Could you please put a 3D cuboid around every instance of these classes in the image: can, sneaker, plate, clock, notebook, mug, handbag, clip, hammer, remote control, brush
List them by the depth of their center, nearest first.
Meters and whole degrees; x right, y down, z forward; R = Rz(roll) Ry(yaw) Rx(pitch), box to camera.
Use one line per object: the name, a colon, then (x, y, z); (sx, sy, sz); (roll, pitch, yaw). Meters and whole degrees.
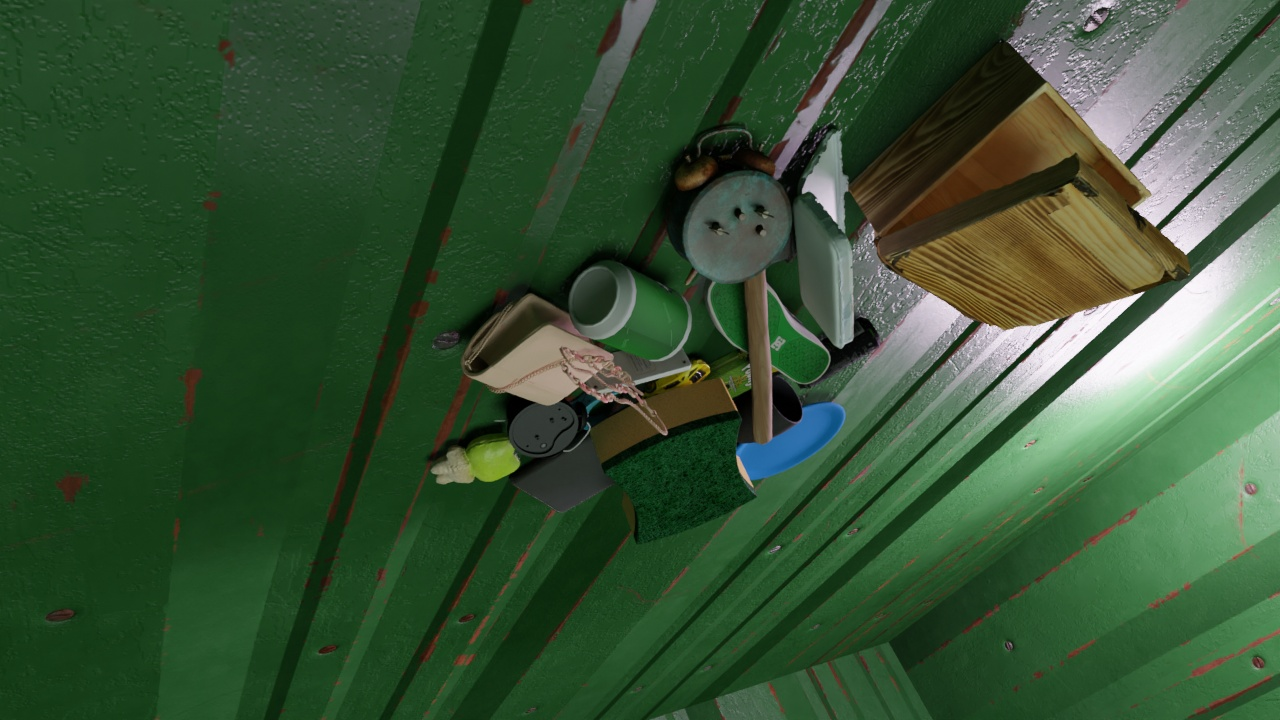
clock: (0.091, -0.158, 0.939); (0.121, 0.073, 0.158); (-12, 117, -16)
handbag: (-0.094, 0.033, 1.001); (0.117, 0.187, 0.198); (-42, 151, 11)
can: (-0.010, -0.054, 1.031); (0.088, 0.087, 0.139); (-40, 147, 22)
hammer: (0.144, -0.029, 1.116); (0.098, 0.052, 0.329); (-19, 126, -13)
remote control: (-0.007, 0.007, 1.161); (0.135, 0.050, 0.011); (-15, 148, -18)
clock: (-0.118, 0.080, 1.164); (0.120, 0.042, 0.091); (30, 109, -35)
sneaker: (0.151, -0.052, 1.182); (0.084, 0.079, 0.235); (-47, 128, 8)
clip: (-0.076, 0.073, 1.238); (0.121, 0.033, 0.119); (-32, 153, 8)
brush: (0.052, 0.149, 1.310); (0.195, 0.075, 0.250); (-21, 141, -2)
can: (0.285, -0.010, 1.352); (0.138, 0.054, 0.054); (-32, 149, 9)
notebook: (-0.068, 0.151, 1.357); (0.209, 0.029, 0.169); (-28, 148, 9)
mug: (0.188, 0.075, 1.398); (0.100, 0.085, 0.118); (-36, 179, 34)
plate: (0.244, 0.133, 1.566); (0.224, 0.024, 0.225); (-19, 149, -12)

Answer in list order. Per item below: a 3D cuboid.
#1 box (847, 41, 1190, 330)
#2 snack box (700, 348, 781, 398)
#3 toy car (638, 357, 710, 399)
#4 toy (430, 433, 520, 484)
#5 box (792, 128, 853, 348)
box: (0.424, -0.149, 1.049); (0.279, 0.220, 0.259); (21, 128, -39)
snack box: (0.145, 0.015, 1.313); (0.147, 0.025, 0.080); (-27, 149, 1)
toy car: (0.047, 0.032, 1.261); (0.107, 0.030, 0.049); (-34, 150, 15)
toy: (-0.216, 0.132, 1.200); (0.115, 0.046, 0.092); (-15, 147, -6)
box: (0.206, -0.131, 1.027); (0.084, 0.185, 0.211); (-7, 152, 10)
